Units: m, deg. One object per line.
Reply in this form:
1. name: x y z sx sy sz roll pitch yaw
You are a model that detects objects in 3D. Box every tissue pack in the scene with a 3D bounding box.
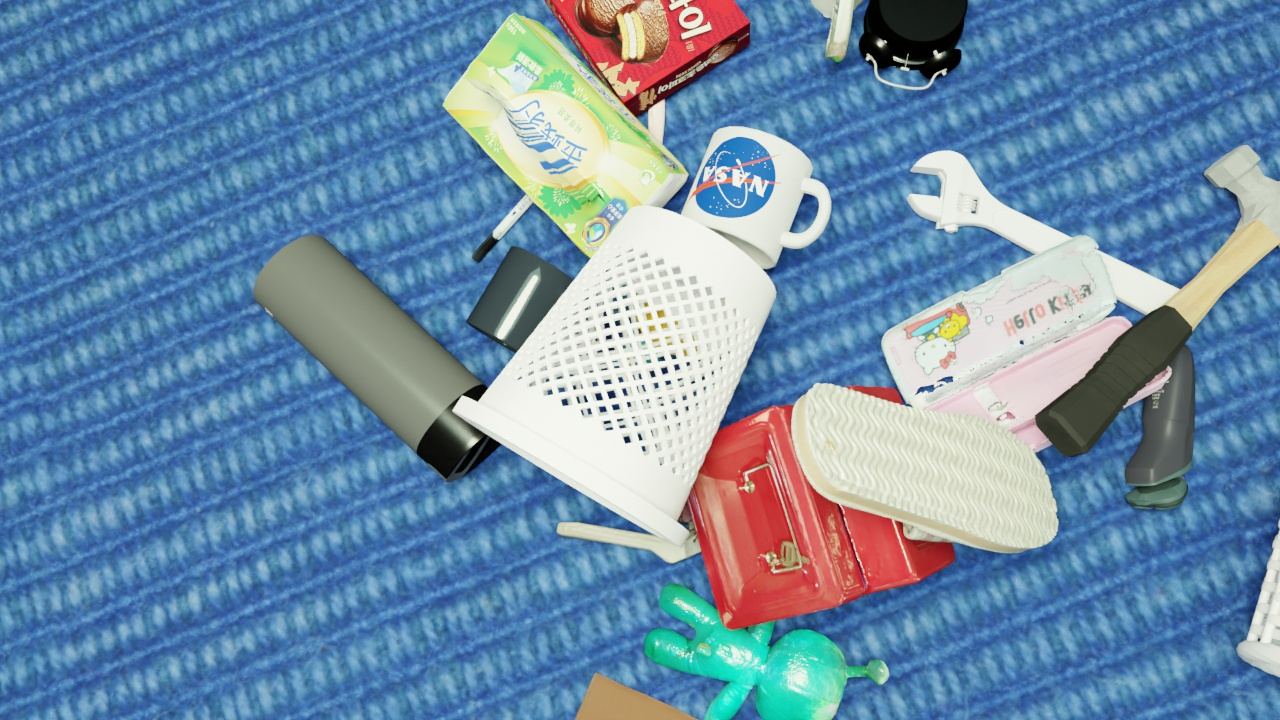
1. tissue pack: -0.071 -0.183 0.757 0.197 0.141 0.120 40 108 5

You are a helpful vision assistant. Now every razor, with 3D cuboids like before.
1. razor: 0.436 0.055 0.762 0.052 0.047 0.142 15 80 -18

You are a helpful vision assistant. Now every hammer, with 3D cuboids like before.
1. hammer: 0.434 -0.039 0.734 0.327 0.039 0.131 -38 84 -18

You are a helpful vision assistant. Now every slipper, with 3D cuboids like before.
1. slipper: 0.202 0.079 0.657 0.262 0.052 0.114 16 54 -32

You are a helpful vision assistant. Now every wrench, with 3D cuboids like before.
1. wrench: 0.358 -0.101 0.802 0.273 0.018 0.066 29 84 7

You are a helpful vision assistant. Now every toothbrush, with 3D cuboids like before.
1. toothbrush: 0.012 -0.168 0.836 0.016 0.018 0.181 1 81 8

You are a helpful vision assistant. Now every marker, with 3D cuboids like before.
1. marker: -0.102 -0.149 0.844 0.011 0.011 0.152 41 87 8

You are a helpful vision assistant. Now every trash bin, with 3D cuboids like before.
1. trash bin: -0.004 0.004 0.693 0.195 0.195 0.199 30 80 8

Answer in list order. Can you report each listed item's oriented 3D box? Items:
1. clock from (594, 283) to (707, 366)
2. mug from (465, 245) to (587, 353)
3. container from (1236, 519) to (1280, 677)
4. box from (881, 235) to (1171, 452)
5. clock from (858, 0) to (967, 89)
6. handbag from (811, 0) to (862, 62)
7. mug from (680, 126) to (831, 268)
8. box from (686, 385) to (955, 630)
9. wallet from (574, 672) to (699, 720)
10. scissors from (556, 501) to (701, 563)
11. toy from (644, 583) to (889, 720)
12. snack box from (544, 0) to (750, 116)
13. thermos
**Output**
1. clock: 0.022 -0.045 0.799 0.129 0.044 0.099 -9 96 -6
2. mug: -0.090 -0.042 0.788 0.105 0.071 0.077 26 83 39
3. container: 0.565 0.163 0.662 0.189 0.189 0.186 21 82 7
4. box: 0.318 0.002 0.772 0.201 0.066 0.153 -26 76 0
5. clock: 0.247 -0.300 0.825 0.091 0.042 0.120 14 83 6
6. handbag: 0.182 -0.342 0.784 0.074 0.151 0.176 2 86 8
7. mug: 0.103 -0.134 0.782 0.121 0.091 0.090 19 83 24
8. box: 0.154 0.113 0.738 0.170 0.157 0.156 -4 74 -40
9. wallet: -0.001 0.327 0.766 0.121 0.013 0.087 22 82 7
10. scissors: 0.020 0.137 0.783 0.179 0.015 0.185 -21 74 0
11. toy: 0.096 0.248 0.747 0.193 0.072 0.130 19 84 16
12. snack box: 0.003 -0.321 0.843 0.132 0.036 0.152 -33 76 -1
13. thermos: -0.220 -0.001 0.795 0.240 0.082 0.082 41 86 9
